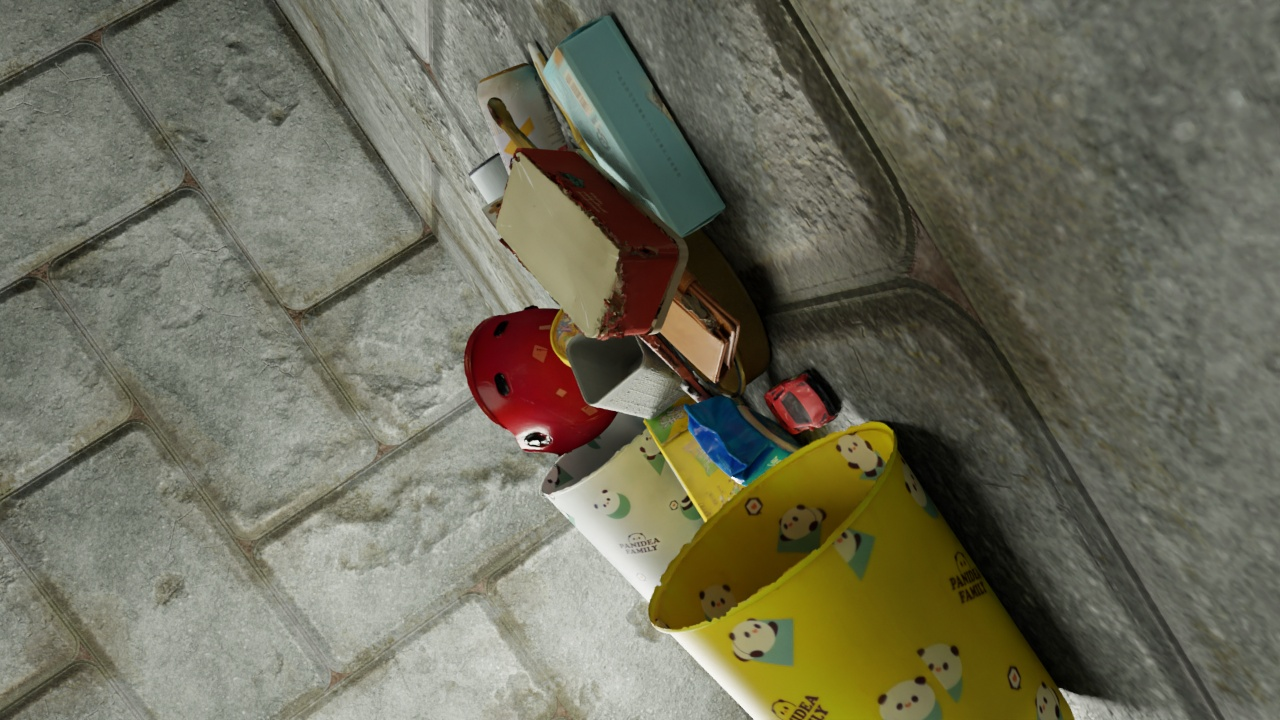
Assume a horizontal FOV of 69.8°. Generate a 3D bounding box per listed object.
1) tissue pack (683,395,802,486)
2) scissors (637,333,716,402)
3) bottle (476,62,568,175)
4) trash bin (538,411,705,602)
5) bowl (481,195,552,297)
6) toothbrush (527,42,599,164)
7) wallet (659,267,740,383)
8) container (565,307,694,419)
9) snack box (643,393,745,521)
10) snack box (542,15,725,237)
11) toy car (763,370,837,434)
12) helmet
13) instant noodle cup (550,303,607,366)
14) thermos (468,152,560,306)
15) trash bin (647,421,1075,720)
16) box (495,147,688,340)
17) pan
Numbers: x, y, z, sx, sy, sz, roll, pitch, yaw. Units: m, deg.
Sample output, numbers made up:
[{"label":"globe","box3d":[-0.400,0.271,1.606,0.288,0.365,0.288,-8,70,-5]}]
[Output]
[{"label":"tissue pack","box3d":[0.111,0.084,0.866,0.157,0.052,0.095,27,-167,-46]},{"label":"scissors","box3d":[0.062,0.030,0.960,0.189,0.015,0.226,47,-176,11]},{"label":"bottle","box3d":[-0.104,-0.204,0.941,0.189,0.068,0.068,69,166,-16]},{"label":"trash bin","box3d":[0.020,0.209,1.306,0.252,0.229,0.230,53,170,-10]},{"label":"bowl","box3d":[-0.095,-0.121,0.890,0.113,0.062,0.113,50,-178,-2]},{"label":"toothbrush","box3d":[-0.065,-0.224,0.908,0.191,0.018,0.016,61,166,-23]},{"label":"wallet","box3d":[0.027,-0.048,0.761,0.132,0.031,0.108,44,164,16]},{"label":"container","box3d":[-0.006,0.006,1.030,0.114,0.090,0.090,22,-144,-50]},{"label":"snack box","box3d":[0.092,0.149,1.053,0.210,0.070,0.157,58,178,-10]},{"label":"snack box","box3d":[-0.007,-0.175,0.721,0.175,0.051,0.074,58,170,-10]},{"label":"toy car","box3d":[0.136,0.038,0.793,0.049,0.031,0.106,54,167,2]},{"label":"helmet","box3d":[-0.113,0.016,1.270,0.239,0.144,0.206,26,-126,-51]},{"label":"instant noodle cup","box3d":[-0.038,-0.016,1.162,0.118,0.118,0.114,46,173,40]},{"label":"thermos","box3d":[-0.144,-0.177,1.256,0.224,0.073,0.073,57,169,-10]},{"label":"trash bin","box3d":[0.172,0.217,0.697,0.255,0.229,0.230,51,169,-4]},{"label":"box","box3d":[-0.050,-0.092,0.710,0.168,0.080,0.091,47,130,36]},{"label":"pan","box3d":[-0.012,-0.112,0.856,0.357,0.078,0.198,56,168,-1]}]
